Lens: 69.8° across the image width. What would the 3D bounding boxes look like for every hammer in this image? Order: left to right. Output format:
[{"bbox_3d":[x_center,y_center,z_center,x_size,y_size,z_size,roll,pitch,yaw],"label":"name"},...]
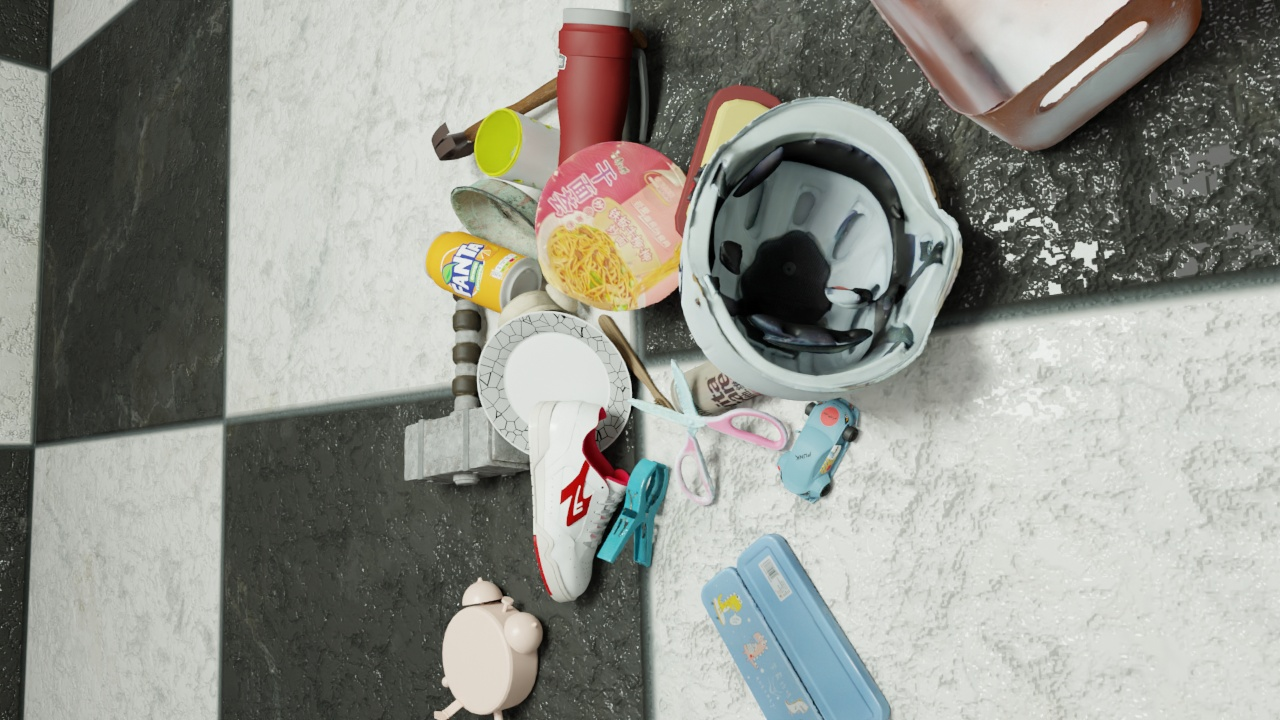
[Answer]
[{"bbox_3d":[-0.231,0.001,1.217,0.177,0.079,0.326,-14,72,38],"label":"hammer"},{"bbox_3d":[-0.133,-0.329,1.157,0.324,0.115,0.033,-21,94,28],"label":"hammer"}]

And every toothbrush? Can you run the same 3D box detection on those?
[{"bbox_3d":[-0.006,0.006,1.061,0.016,0.016,0.166,-49,57,24],"label":"toothbrush"}]

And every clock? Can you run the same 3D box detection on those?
[{"bbox_3d":[-0.197,0.371,1.149,0.131,0.086,0.160,26,96,38],"label":"clock"},{"bbox_3d":[-0.118,-0.056,1.115,0.141,0.093,0.054,-46,52,18],"label":"clock"}]

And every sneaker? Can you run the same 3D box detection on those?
[{"bbox_3d":[-0.063,0.162,1.056,0.104,0.090,0.236,-3,93,10],"label":"sneaker"}]

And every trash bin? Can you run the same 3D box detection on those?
[{"bbox_3d":[0.299,-0.317,0.744,0.182,0.157,0.259,-41,61,30],"label":"trash bin"}]

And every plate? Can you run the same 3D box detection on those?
[{"bbox_3d":[-0.101,0.030,1.085,0.189,0.016,0.189,4,110,12],"label":"plate"}]

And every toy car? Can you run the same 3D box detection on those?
[{"bbox_3d":[0.170,0.085,0.898,0.060,0.027,0.108,35,108,36],"label":"toy car"}]

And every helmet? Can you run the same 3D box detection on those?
[{"bbox_3d":[0.146,-0.089,0.833,0.164,0.236,0.263,127,156,-74],"label":"helmet"}]

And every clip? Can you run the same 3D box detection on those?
[{"bbox_3d":[0.005,0.171,1.023,0.027,0.103,0.120,15,89,36],"label":"clip"}]

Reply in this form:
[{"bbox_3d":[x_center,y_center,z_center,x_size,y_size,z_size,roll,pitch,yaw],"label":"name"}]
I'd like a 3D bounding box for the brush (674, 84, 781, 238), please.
[{"bbox_3d":[0.094,-0.195,0.948,0.042,0.082,0.173,-112,38,-79],"label":"brush"}]

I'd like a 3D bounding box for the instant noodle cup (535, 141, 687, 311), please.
[{"bbox_3d":[-0.028,-0.145,1.005,0.078,0.178,0.178,-145,66,-79],"label":"instant noodle cup"}]

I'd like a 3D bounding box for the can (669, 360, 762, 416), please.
[{"bbox_3d":[0.098,0.018,0.948,0.136,0.054,0.054,-26,70,35],"label":"can"}]

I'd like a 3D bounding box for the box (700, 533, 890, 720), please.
[{"bbox_3d":[0.143,0.287,0.907,0.126,0.020,0.209,-46,59,26],"label":"box"}]

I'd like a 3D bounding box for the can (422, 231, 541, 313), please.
[{"bbox_3d":[-0.200,-0.111,1.159,0.142,0.079,0.079,23,101,27],"label":"can"}]

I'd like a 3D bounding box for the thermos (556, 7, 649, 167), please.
[{"bbox_3d":[-0.043,-0.297,1.059,0.084,0.108,0.199,-111,23,-70],"label":"thermos"}]

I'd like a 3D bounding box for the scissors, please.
[{"bbox_3d":[0.063,0.083,0.954,0.170,0.013,0.173,16,120,9],"label":"scissors"}]

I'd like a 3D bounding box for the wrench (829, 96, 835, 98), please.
[{"bbox_3d":[0.139,-0.138,0.936,0.273,0.018,0.066,-66,16,10],"label":"wrench"}]

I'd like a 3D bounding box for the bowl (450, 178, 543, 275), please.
[{"bbox_3d":[-0.160,-0.172,1.138,0.158,0.157,0.038,16,64,40],"label":"bowl"}]

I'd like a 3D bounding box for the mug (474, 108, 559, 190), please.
[{"bbox_3d":[-0.139,-0.257,1.136,0.083,0.106,0.082,-5,83,39],"label":"mug"}]
